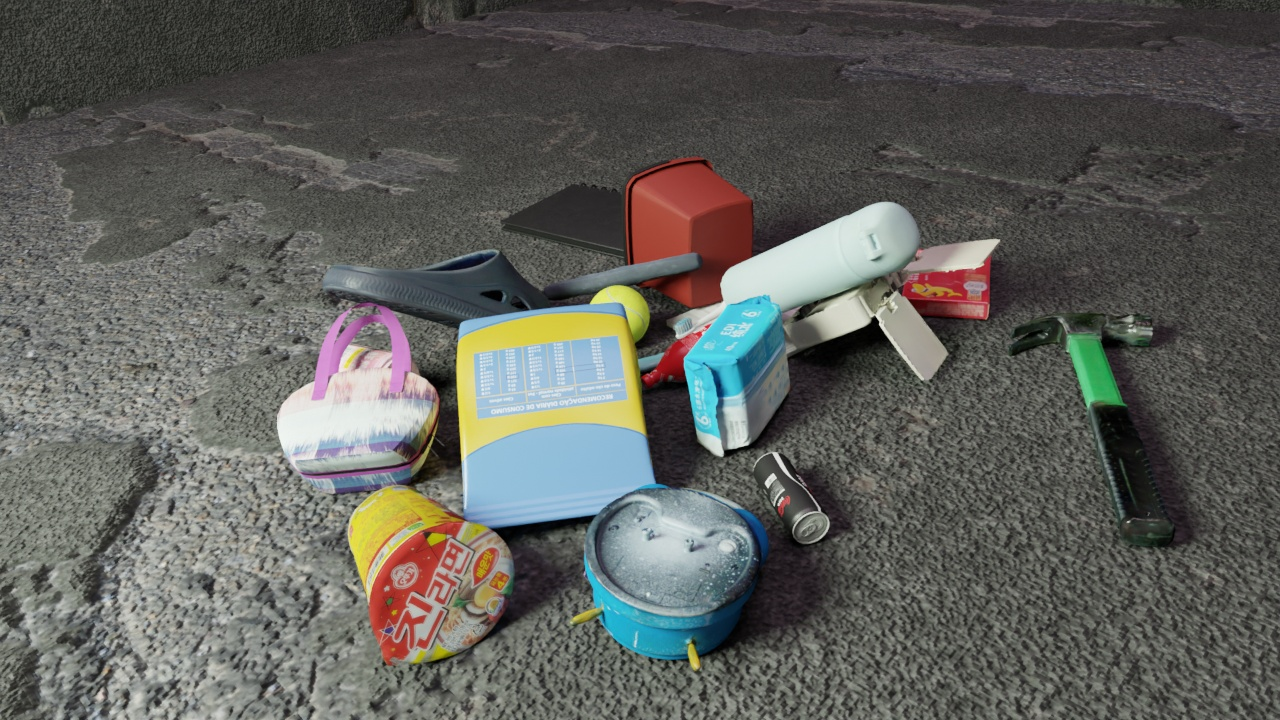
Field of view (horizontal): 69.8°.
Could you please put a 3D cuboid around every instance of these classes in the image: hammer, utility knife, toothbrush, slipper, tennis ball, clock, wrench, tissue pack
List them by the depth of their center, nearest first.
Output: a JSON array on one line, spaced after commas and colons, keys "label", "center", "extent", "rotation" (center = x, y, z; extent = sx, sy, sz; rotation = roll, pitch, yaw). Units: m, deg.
[{"label": "clock", "center": [0.028, 0.136, 0.635], "extent": [0.117, 0.060, 0.161], "rotation": [16, 34, 19]}, {"label": "hammer", "center": [0.394, 0.042, 0.778], "extent": [0.130, 0.032, 0.317], "rotation": [3, 32, 13]}, {"label": "tissue pack", "center": [0.088, 0.010, 0.822], "extent": [0.062, 0.093, 0.144], "rotation": [4, 30, 29]}, {"label": "slipper", "center": [-0.184, -0.075, 0.916], "extent": [0.111, 0.083, 0.267], "rotation": [5, -5, 45]}, {"label": "utility knife", "center": [-0.005, 0.005, 0.918], "extent": [0.158, 0.015, 0.022], "rotation": [-14, 30, -19]}, {"label": "tennis ball", "center": [-0.023, -0.046, 0.960], "extent": [0.065, 0.065, 0.065], "rotation": [-4, 30, 2]}, {"label": "toothbrush", "center": [0.119, -0.070, 0.998], "extent": [0.222, 0.026, 0.027], "rotation": [-27, 22, -34]}, {"label": "wrench", "center": [-0.061, -0.082, 1.004], "extent": [0.274, 0.022, 0.073], "rotation": [-10, 0, 25]}]

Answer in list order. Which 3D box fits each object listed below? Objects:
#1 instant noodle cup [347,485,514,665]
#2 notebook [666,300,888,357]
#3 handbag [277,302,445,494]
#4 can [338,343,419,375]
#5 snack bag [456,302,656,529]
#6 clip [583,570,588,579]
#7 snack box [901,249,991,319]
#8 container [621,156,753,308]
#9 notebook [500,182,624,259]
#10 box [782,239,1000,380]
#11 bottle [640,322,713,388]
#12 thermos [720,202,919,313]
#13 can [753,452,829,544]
[{"label": "instant noodle cup", "center": [-0.157, 0.138, 0.648], "extent": [0.100, 0.100, 0.112], "rotation": [-21, 25, -25]}, {"label": "notebook", "center": [0.155, -0.051, 0.997], "extent": [0.209, 0.009, 0.143], "rotation": [-23, 34, -27]}, {"label": "handbag", "center": [-0.242, 0.024, 0.805], "extent": [0.144, 0.068, 0.169], "rotation": [-6, 57, 0]}, {"label": "can", "center": [-0.261, 0.021, 0.883], "extent": [0.076, 0.067, 0.067], "rotation": [10, 33, 25]}, {"label": "snack bag", "center": [-0.073, 0.053, 0.779], "extent": [0.159, 0.102, 0.205], "rotation": [-7, 43, -3]}, {"label": "clip", "center": [-0.015, 0.153, 0.671], "extent": [0.052, 0.013, 0.036], "rotation": [-17, 33, -24]}, {"label": "snack box", "center": [0.339, -0.087, 1.016], "extent": [0.089, 0.021, 0.132], "rotation": [6, 32, 19]}, {"label": "container", "center": [0.038, -0.160, 1.065], "extent": [0.126, 0.148, 0.201], "rotation": [-20, 37, -25]}, {"label": "notebook", "center": [-0.054, -0.199, 1.278], "extent": [0.232, 0.019, 0.168], "rotation": [18, 38, 34]}, {"label": "box", "center": [0.250, -0.048, 0.902], "extent": [0.187, 0.101, 0.144], "rotation": [-1, 28, 44]}, {"label": "bottle", "center": [0.064, -0.011, 0.900], "extent": [0.141, 0.042, 0.042], "rotation": [-28, 35, -13]}, {"label": "thermos", "center": [0.171, -0.092, 0.892], "extent": [0.077, 0.065, 0.207], "rotation": [-21, 0, -40]}, {"label": "can", "center": [0.116, 0.105, 0.711], "extent": [0.031, 0.032, 0.080], "rotation": [-12, 31, -11]}]
